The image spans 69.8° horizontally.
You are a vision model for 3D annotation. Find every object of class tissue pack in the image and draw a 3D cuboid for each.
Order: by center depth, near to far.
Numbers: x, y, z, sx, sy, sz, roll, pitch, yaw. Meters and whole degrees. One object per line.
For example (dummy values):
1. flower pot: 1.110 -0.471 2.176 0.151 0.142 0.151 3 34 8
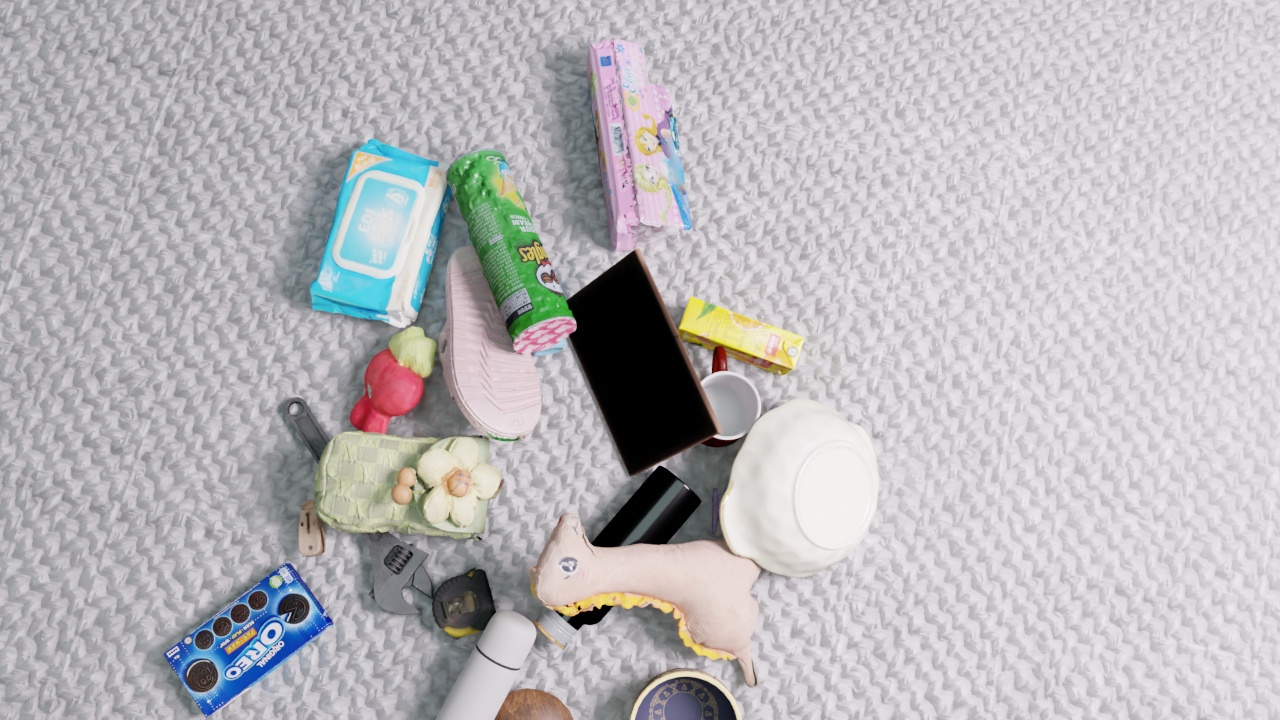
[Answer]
1. tissue pack: -0.284 -0.144 1.024 0.117 0.066 0.209 14 77 0

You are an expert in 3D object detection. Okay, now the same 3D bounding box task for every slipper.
1. slipper: -0.172 -0.014 0.994 0.094 0.065 0.239 4 57 -29

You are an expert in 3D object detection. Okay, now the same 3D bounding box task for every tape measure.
1. tape measure: -0.187 0.256 0.965 0.062 0.038 0.067 -15 81 -5

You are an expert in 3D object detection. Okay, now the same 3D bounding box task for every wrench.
1. wrench: -0.308 0.154 0.988 0.073 0.018 0.273 -33 81 -17

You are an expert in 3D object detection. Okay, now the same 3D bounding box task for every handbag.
1. handbag: -0.235 0.128 0.939 0.186 0.117 0.113 5 81 -19

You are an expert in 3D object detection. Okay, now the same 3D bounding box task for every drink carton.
1. drink carton: 0.109 -0.025 1.021 0.134 0.058 0.043 20 81 1

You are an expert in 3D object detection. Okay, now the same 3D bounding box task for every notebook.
1. notebook: -0.006 0.006 0.983 0.008 0.142 0.209 -15 77 -48

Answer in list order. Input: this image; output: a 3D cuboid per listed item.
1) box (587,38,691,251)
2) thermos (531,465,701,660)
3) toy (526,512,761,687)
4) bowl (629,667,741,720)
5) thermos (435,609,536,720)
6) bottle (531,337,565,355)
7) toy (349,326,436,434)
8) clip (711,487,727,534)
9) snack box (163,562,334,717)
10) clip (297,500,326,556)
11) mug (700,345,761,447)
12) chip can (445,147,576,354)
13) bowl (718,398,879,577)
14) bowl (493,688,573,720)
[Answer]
1. box: 0.000 -0.247 1.045 0.096 0.085 0.230 -7 80 -6
2. thermos: -0.033 0.217 0.968 0.061 0.061 0.231 41 80 5
3. toy: 0.015 0.245 0.918 0.263 0.065 0.196 1 84 -29
4. bowl: 0.045 0.368 0.941 0.112 0.061 0.112 0 87 0
5. thermos: -0.176 0.359 0.925 0.052 0.052 0.224 28 87 3
6. bottle: -0.116 -0.072 1.028 0.040 0.040 0.130 -12 80 -5
7. toy: -0.267 0.026 0.991 0.092 0.045 0.135 32 92 44
8. clip: 0.091 0.165 1.008 0.036 0.013 0.053 -12 78 -6
9. snack box: -0.406 0.290 0.954 0.150 0.027 0.082 -38 84 -8
10. clip: -0.351 0.179 0.971 0.025 0.043 0.061 -9 85 -6
11. mug: 0.086 0.038 0.996 0.073 0.082 0.105 -2 79 -3
12. chip can: -0.141 -0.120 0.982 0.075 0.075 0.223 -21 72 -7
13. bowl: 0.185 0.136 0.953 0.218 0.060 0.188 -23 101 -27
14. bowl: -0.119 0.400 0.947 0.102 0.026 0.114 17 79 1
